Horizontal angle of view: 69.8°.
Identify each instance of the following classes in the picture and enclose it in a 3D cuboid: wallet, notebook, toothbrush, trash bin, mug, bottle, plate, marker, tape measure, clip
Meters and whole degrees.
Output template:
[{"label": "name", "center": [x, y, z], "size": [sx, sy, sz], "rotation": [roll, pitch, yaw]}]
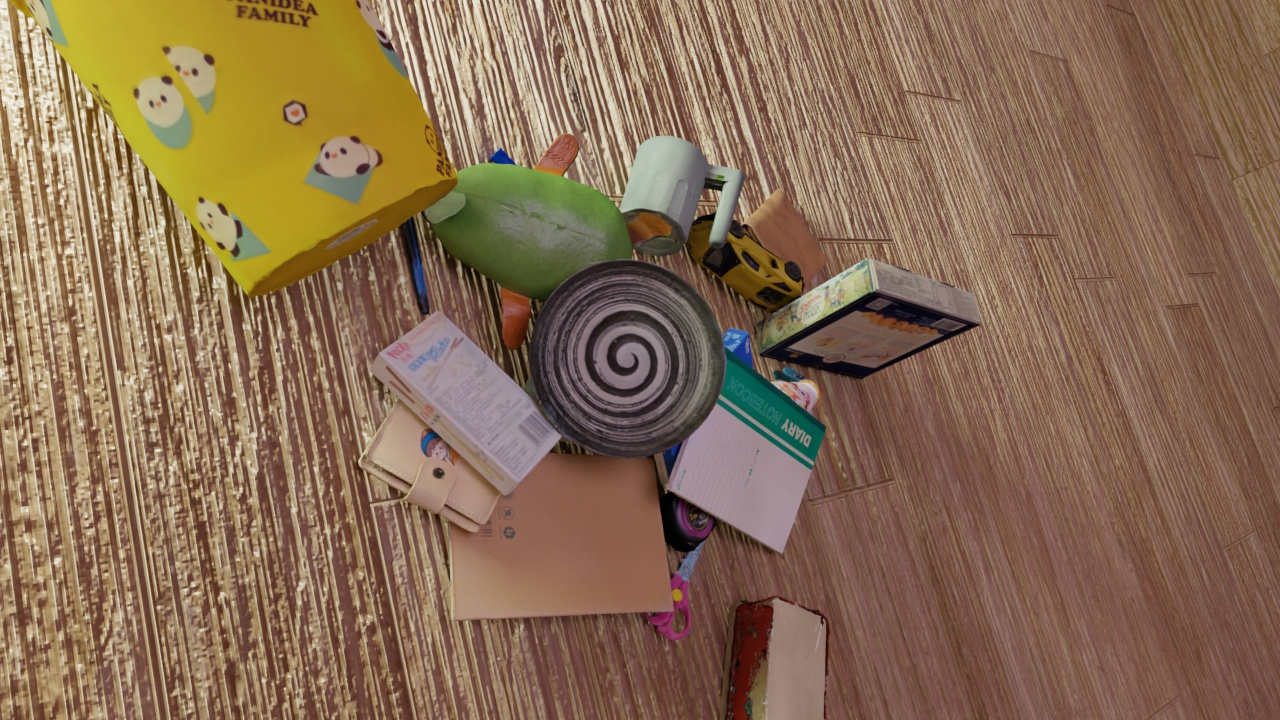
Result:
[{"label": "wallet", "center": [0.182, -0.146, 1.147], "size": [0.115, 0.020, 0.101], "rotation": [54, 48, -10]}, {"label": "notebook", "center": [-0.069, 0.151, 0.809], "size": [0.207, 0.008, 0.147], "rotation": [6, 63, -29]}, {"label": "toothbrush", "center": [-0.214, -0.131, 0.837], "size": [0.014, 0.016, 0.189], "rotation": [-2, 76, -48]}, {"label": "trash bin", "center": [-0.281, -0.201, 0.684], "size": [0.228, 0.230, 0.255], "rotation": [-38, 102, -41]}, {"label": "wallet", "center": [-0.167, 0.085, 0.763], "size": [0.115, 0.024, 0.087], "rotation": [34, 54, -14]}, {"label": "mug", "center": [0.042, -0.173, 0.990], "size": [0.124, 0.084, 0.103], "rotation": [13, 60, 9]}, {"label": "bottle", "center": [0.154, 0.052, 1.012], "size": [0.108, 0.063, 0.063], "rotation": [-21, 85, -42]}, {"label": "plate", "center": [-0.012, -0.001, 0.824], "size": [0.179, 0.024, 0.179], "rotation": [1, 83, -11]}, {"label": "marker", "center": [-0.095, -0.159, 0.937], "size": [0.146, 0.017, 0.016], "rotation": [43, 51, -15]}, {"label": "tape measure", "center": [0.041, 0.155, 0.896], "size": [0.056, 0.039, 0.058], "rotation": [-41, 104, -44]}, {"label": "notebook", "center": [0.113, 0.095, 0.923], "size": [0.209, 0.012, 0.150], "rotation": [35, 71, -43]}, {"label": "clip", "center": [0.181, 0.024, 1.072], "size": [0.056, 0.043, 0.014], "rotation": [26, 60, -27]}]

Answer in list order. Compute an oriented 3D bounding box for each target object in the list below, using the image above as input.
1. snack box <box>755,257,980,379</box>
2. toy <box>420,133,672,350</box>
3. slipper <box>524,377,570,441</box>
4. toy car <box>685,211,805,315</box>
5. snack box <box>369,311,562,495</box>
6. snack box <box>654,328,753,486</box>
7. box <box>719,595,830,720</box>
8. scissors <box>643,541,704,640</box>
[{"label": "snack box", "center": [0.257, -0.041, 1.050], "size": [0.177, 0.183, 0.045], "rotation": [12, 63, -34]}, {"label": "toy", "center": [-0.085, -0.114, 0.868], "size": [0.246, 0.090, 0.226], "rotation": [19, 68, -19]}, {"label": "slipper", "center": [-0.005, 0.005, 0.900], "size": [0.244, 0.074, 0.104], "rotation": [-24, 86, -40]}, {"label": "toy car", "center": [0.117, -0.107, 1.045], "size": [0.156, 0.071, 0.041], "rotation": [35, 50, -19]}, {"label": "snack box", "center": [-0.144, 0.034, 0.781], "size": [0.157, 0.027, 0.084], "rotation": [43, 37, -1]}, {"label": "snack box", "center": [0.065, 0.046, 0.905], "size": [0.156, 0.026, 0.085], "rotation": [-47, 139, -36]}, {"label": "box", "center": [0.132, 0.316, 0.874], "size": [0.091, 0.077, 0.168], "rotation": [26, 57, -28]}, {"label": "scissors", "center": [0.041, 0.207, 0.891], "size": [0.057, 0.017, 0.133], "rotation": [38, 48, -8]}]
